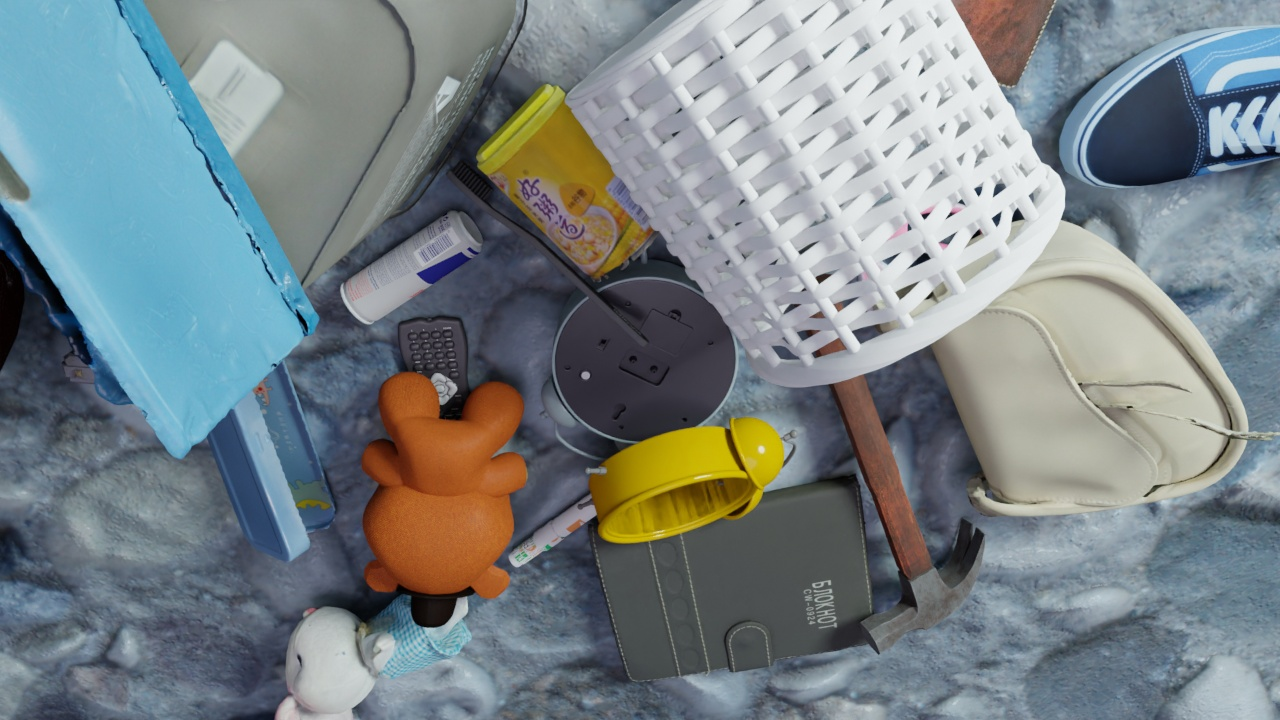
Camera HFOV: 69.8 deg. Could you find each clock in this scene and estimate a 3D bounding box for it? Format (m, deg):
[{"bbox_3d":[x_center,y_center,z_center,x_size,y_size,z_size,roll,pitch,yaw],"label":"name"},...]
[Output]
[{"bbox_3d":[0.035,0.083,0.633,0.151,0.052,0.114,-12,154,-14],"label":"clock"},{"bbox_3d":[-0.004,0.004,0.624,0.122,0.045,0.160,25,114,-14],"label":"clock"}]

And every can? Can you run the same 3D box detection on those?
[{"bbox_3d":[-0.041,-0.106,0.554,0.068,0.067,0.105,-40,112,16],"label":"can"},{"bbox_3d":[-0.147,-0.060,0.592,0.095,0.032,0.032,-31,114,12],"label":"can"}]

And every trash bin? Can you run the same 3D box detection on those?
[{"bbox_3d":[-0.179,-0.150,0.442,0.197,0.219,0.198,31,111,-17],"label":"trash bin"}]

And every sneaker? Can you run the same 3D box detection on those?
[{"bbox_3d":[0.380,-0.152,0.533,0.241,0.098,0.083,-14,116,4],"label":"sneaker"}]

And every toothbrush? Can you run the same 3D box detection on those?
[{"bbox_3d":[-0.057,-0.065,0.572,0.167,0.012,0.013,43,102,4],"label":"toothbrush"}]

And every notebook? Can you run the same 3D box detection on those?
[{"bbox_3d":[0.076,0.179,0.725,0.209,0.029,0.170,-10,115,4],"label":"notebook"}]

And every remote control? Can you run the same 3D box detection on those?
[{"bbox_3d":[-0.140,0.027,0.648,0.046,0.009,0.125,-4,116,-1],"label":"remote control"}]

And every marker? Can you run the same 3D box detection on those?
[{"bbox_3d":[-0.041,0.112,0.691,0.146,0.017,0.017,-37,112,14],"label":"marker"}]

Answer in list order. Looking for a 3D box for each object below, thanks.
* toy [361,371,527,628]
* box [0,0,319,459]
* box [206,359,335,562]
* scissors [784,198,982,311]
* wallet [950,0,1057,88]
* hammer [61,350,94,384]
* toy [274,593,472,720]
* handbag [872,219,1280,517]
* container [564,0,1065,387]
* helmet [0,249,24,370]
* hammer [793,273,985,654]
[{"bbox_3d":[-0.137,0.098,0.629,0.112,0.096,0.176,8,90,-7],"label":"toy"},{"bbox_3d":[-0.206,-0.077,0.291,0.094,0.110,0.232,-18,116,5],"label":"box"},{"bbox_3d":[-0.268,0.038,0.643,0.069,0.063,0.210,9,120,34],"label":"box"},{"bbox_3d":[0.139,-0.066,0.613,0.179,0.016,0.108,11,116,-8],"label":"scissors"},{"bbox_3d":[0.212,-0.228,0.531,0.072,0.019,0.123,13,115,-9],"label":"wallet"},{"bbox_3d":[-0.367,-0.128,0.553,0.147,0.028,0.317,4,116,2],"label":"hammer"},{"bbox_3d":[-0.212,0.221,0.700,0.205,0.131,0.105,-43,90,4],"label":"toy"},{"bbox_3d":[0.280,0.021,0.596,0.184,0.131,0.229,-27,116,14],"label":"handbag"},{"bbox_3d":[0.088,-0.116,0.483,0.189,0.189,0.187,-34,108,13],"label":"container"},{"bbox_3d":[-0.475,-0.030,0.477,0.234,0.252,0.234,2,145,42],"label":"helmet"},{"bbox_3d":[0.171,0.074,0.662,0.111,0.028,0.301,-28,113,-7],"label":"hammer"}]
